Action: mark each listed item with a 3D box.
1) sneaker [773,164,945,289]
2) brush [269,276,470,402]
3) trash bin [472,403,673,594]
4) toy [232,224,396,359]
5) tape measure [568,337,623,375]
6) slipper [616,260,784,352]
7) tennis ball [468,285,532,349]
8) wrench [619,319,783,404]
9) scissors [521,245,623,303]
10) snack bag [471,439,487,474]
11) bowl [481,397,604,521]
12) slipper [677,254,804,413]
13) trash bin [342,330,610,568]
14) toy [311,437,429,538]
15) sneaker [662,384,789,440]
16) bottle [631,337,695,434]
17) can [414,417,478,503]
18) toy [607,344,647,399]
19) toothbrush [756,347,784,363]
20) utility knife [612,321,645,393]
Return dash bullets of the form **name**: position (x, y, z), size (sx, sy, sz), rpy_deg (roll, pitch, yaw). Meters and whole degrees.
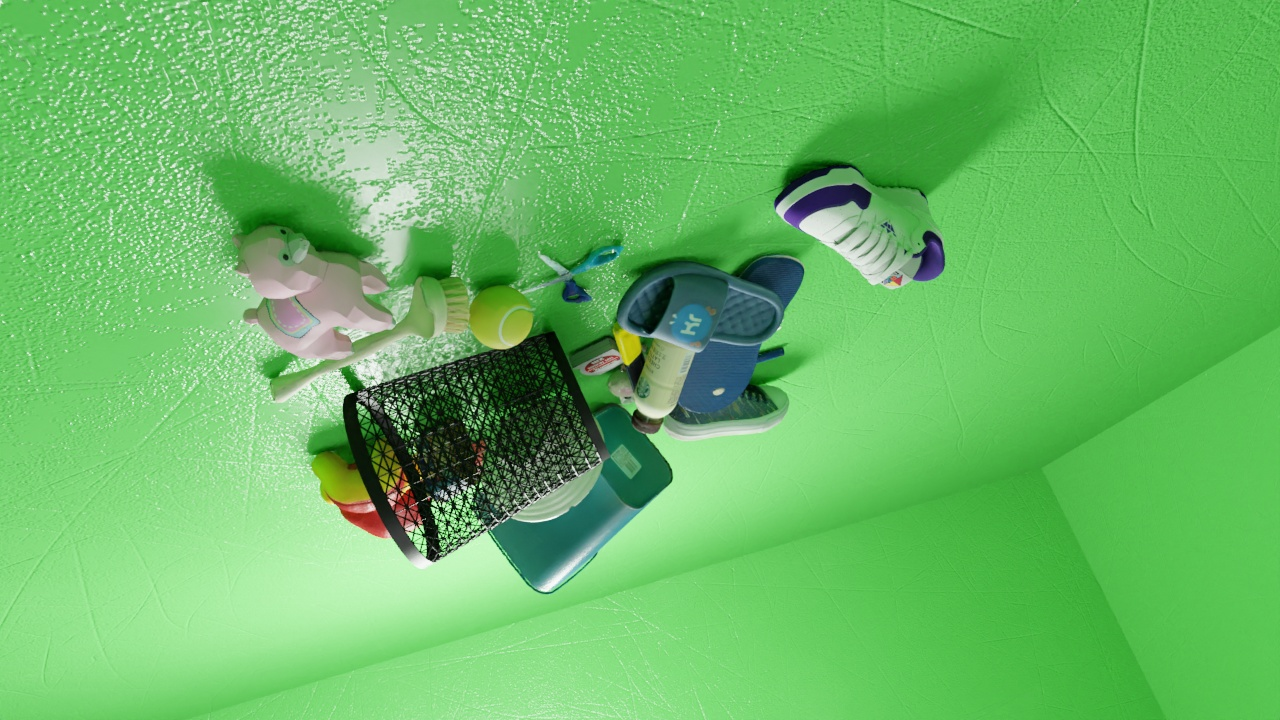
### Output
- **sneaker**: position (0.243, -0.130, 0.983), size (0.243, 0.111, 0.092), rpy_deg (1, 151, -40)
- **brush**: position (-0.280, -0.015, 0.929), size (0.273, 0.062, 0.077), rpy_deg (-24, 154, 25)
- **trash bin**: position (-0.091, 0.196, 1.372), size (0.219, 0.196, 0.198), rpy_deg (-41, 174, 31)
- **toy**: position (-0.290, -0.058, 0.790), size (0.123, 0.067, 0.157), rpy_deg (-27, 153, 25)
- **tape measure**: position (-0.052, -0.004, 1.170), size (0.060, 0.020, 0.062), rpy_deg (-25, 158, 16)
- **slipper**: position (0.076, -0.057, 1.049), size (0.213, 0.059, 0.104), rpy_deg (6, 123, -26)
- **tennis ball**: position (-0.143, -0.044, 0.939), size (0.065, 0.065, 0.065), rpy_deg (-16, 158, -7)
- **wrench**: position (0.083, 0.001, 1.309), size (0.274, 0.009, 0.047), rpy_deg (-28, 157, 23)
- **scissors**: position (-0.072, -0.087, 0.965), size (0.127, 0.014, 0.133), rpy_deg (-21, 159, 6)
- **snack bag**: position (-0.257, 0.152, 1.358), size (0.116, 0.036, 0.077), rpy_deg (-16, 159, -8)
- **bowl**: position (-0.141, 0.114, 1.192), size (0.177, 0.177, 0.071), rpy_deg (-22, 147, 8)
- **slipper**: position (0.113, -0.038, 1.179), size (0.118, 0.060, 0.296), rpy_deg (-1, 140, -26)
- **trash bin**: position (-0.179, 0.088, 1.060), size (0.243, 0.216, 0.217), rpy_deg (-24, 159, -5)
- **toy**: position (-0.364, 0.183, 1.275), size (0.147, 0.098, 0.217), rpy_deg (-8, 154, -2)
- **sneaker**: position (0.144, 0.065, 1.429), size (0.235, 0.087, 0.079), rpy_deg (-9, 125, -33)
- **bottle**: position (0.029, 0.018, 1.153), size (0.056, 0.056, 0.162), rpy_deg (-3, 126, -35)
- **can**: position (-0.257, 0.133, 1.227), size (0.059, 0.099, 0.054), rpy_deg (-28, 154, 20)
- **toy**: position (-0.003, 0.021, 1.242), size (0.087, 0.050, 0.112), rpy_deg (-16, 163, -8)
- **toothbrush**: position (0.126, 0.018, 1.359), size (0.190, 0.017, 0.016), rpy_deg (-19, 164, -9)
- **utility knife**: position (-0.007, 0.007, 1.171), size (0.028, 0.020, 0.174), rpy_deg (-26, 142, -9)
